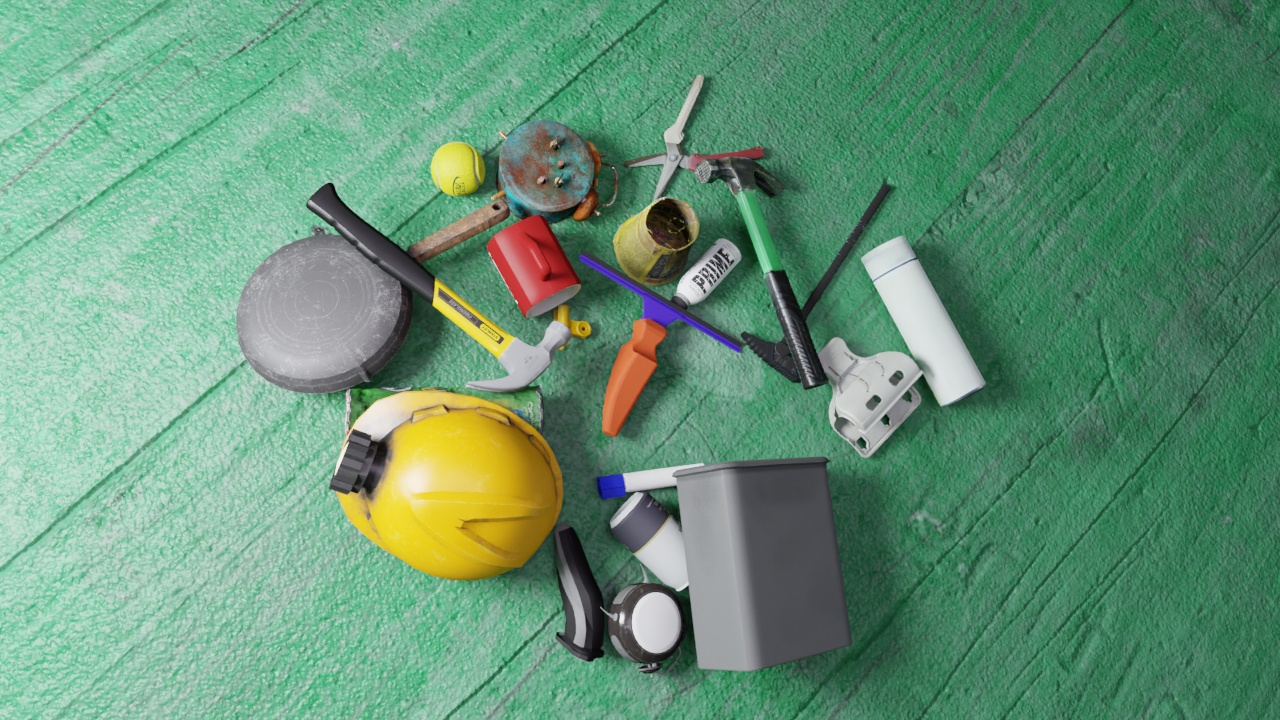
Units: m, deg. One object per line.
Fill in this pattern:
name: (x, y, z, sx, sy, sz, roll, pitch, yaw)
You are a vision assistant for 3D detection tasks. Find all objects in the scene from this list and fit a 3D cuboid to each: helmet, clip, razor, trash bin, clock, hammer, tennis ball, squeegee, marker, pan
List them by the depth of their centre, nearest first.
helmet: (-0.196, 0.149, 0.977, 0.255, 0.131, 0.205, 23, 95, -18)
hammer: (-0.239, -0.083, 1.038, 0.323, 0.029, 0.126, 38, 68, -5)
trash bin: (0.143, 0.228, 1.060, 0.191, 0.098, 0.219, 3, 76, -41)
razor: (-0.073, 0.266, 1.061, 0.060, 0.057, 0.156, -9, 78, 18)
clock: (0.012, 0.307, 1.061, 0.091, 0.044, 0.123, -42, 100, -34)
pan: (-0.302, -0.102, 1.068, 0.356, 0.040, 0.207, -34, 71, -13)
marker: (0.015, 0.146, 1.119, 0.133, 0.023, 0.027, -6, 37, -14)
tennis ball: (-0.225, -0.236, 1.132, 0.065, 0.065, 0.065, 3, 77, -12)
squeegee: (-0.007, 0.007, 1.132, 0.249, 0.055, 0.184, 29, 72, -23)
clip: (-0.089, -0.039, 1.144, 0.046, 0.048, 0.054, -9, 74, 28)
clock: (-0.103, -0.234, 1.156, 0.157, 0.073, 0.121, 7, 76, -12)
clip: (0.292, 0.033, 1.183, 0.126, 0.110, 0.150, -42, 99, -21)
hammer: (0.173, -0.115, 1.185, 0.130, 0.032, 0.318, -10, 77, -39)
hammer: (0.252, -0.124, 1.242, 0.095, 0.015, 0.324, 36, 72, -2)

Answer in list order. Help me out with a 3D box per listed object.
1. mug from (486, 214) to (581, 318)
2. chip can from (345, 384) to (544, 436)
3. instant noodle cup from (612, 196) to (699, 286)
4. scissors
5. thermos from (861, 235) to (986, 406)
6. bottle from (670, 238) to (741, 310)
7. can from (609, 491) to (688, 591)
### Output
mug: (-0.127, -0.116, 1.100, 0.080, 0.116, 0.096, -28, 85, -13)
chip can: (-0.223, 0.066, 1.059, 0.223, 0.075, 0.075, -1, 78, -13)
instant noodle cup: (0.025, -0.154, 1.147, 0.102, 0.108, 0.102, 2, 79, -13)
scissors: (0.069, -0.302, 1.241, 0.199, 0.015, 0.179, -5, 80, -13)
thermos: (0.377, -0.053, 1.226, 0.067, 0.068, 0.230, -25, 84, -17)
bottle: (0.080, -0.106, 1.184, 0.041, 0.041, 0.115, 43, 72, -1)
can: (0.026, 0.217, 1.086, 0.127, 0.064, 0.064, 43, 72, 0)
